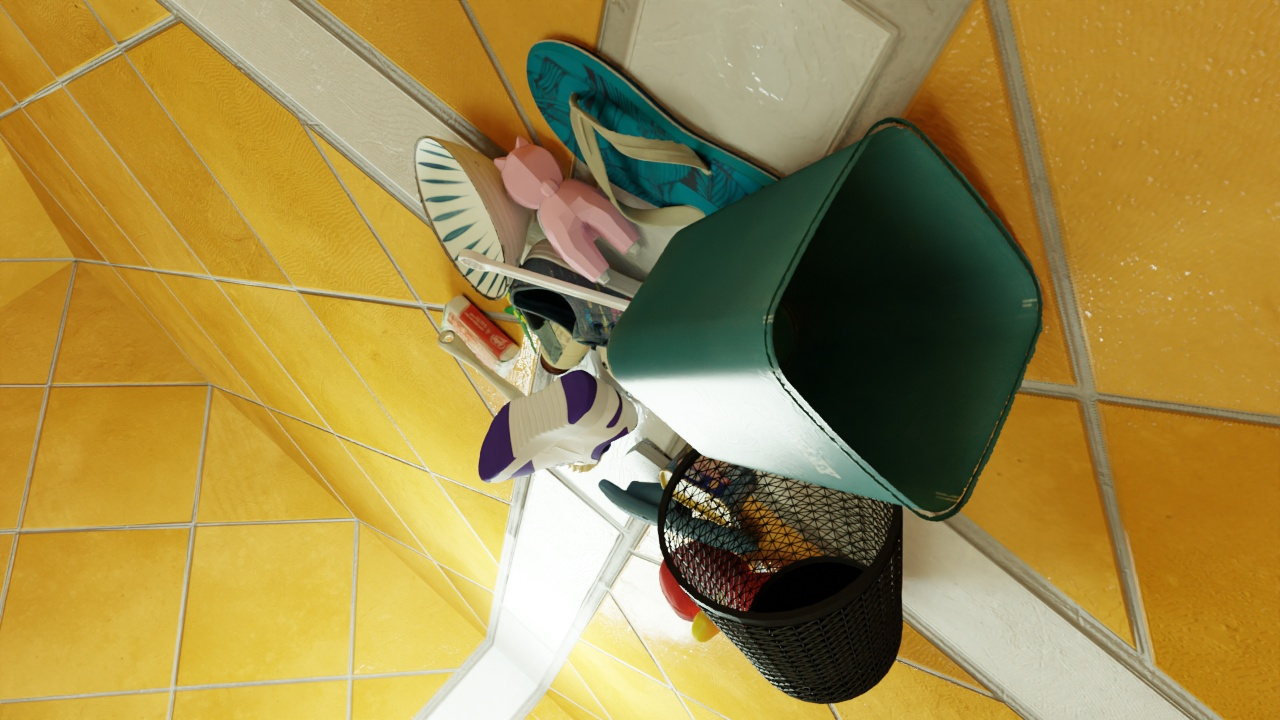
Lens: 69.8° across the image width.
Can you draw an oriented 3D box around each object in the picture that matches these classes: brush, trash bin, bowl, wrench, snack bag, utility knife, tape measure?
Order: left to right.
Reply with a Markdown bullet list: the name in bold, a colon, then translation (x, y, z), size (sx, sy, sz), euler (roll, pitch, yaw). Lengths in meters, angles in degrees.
- **snack bag**: translation (-0.216, -0.028, 1.233), size (0.116, 0.036, 0.077), euler (42, 151, 5)
- **bowl**: translation (-0.157, -0.155, 0.934), size (0.177, 0.070, 0.178), euler (44, 151, 31)
- **utility knife**: translation (-0.133, -0.082, 0.991), size (0.203, 0.028, 0.020), euler (60, 160, 17)
- **brush**: translation (-0.155, 0.052, 1.200), size (0.272, 0.061, 0.078), euler (40, 140, -12)
- **wrench**: translation (-0.041, -0.059, 0.844), size (0.273, 0.009, 0.047), euler (17, 166, 8)
- **tape measure**: translation (0.012, 0.130, 1.158), size (0.060, 0.020, 0.062), euler (39, 153, -2)
- **trash bin**: translation (0.110, -0.019, 0.633), size (0.196, 0.198, 0.219), euler (42, 157, -23)
- **trash bin**: translation (0.156, 0.207, 0.892), size (0.217, 0.216, 0.243), euler (21, 150, 37)

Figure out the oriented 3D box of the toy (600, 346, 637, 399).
- **toy**: translation (-0.006, 0.006, 0.995), size (0.087, 0.050, 0.112), euler (49, 157, -9)

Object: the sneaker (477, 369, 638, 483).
- **sneaker**: translation (-0.100, 0.094, 1.138), size (0.111, 0.091, 0.245), euler (23, 141, -35)

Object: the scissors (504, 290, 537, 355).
- **scissors**: translation (-0.145, -0.058, 1.103), size (0.131, 0.011, 0.125), euler (28, 145, 57)

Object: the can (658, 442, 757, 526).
- **can**: translation (0.078, 0.137, 1.041), size (0.100, 0.058, 0.054), euler (27, 147, 31)

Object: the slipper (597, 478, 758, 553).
- **slipper**: translation (0.049, 0.187, 1.144), size (0.214, 0.059, 0.104), euler (18, 166, 18)

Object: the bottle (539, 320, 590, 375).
- **bottle**: translation (-0.079, -0.030, 1.028), size (0.056, 0.056, 0.162), euler (43, 152, 4)

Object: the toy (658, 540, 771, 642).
- **toy**: translation (0.113, 0.289, 1.136), size (0.217, 0.147, 0.099), euler (16, 102, 44)

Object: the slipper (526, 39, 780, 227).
- **slipper**: translation (0.007, -0.155, 0.748), size (0.295, 0.060, 0.118), euler (35, 154, 18)

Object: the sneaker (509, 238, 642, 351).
- **sneaker**: translation (-0.023, -0.035, 0.897), size (0.235, 0.079, 0.088), euler (26, 145, 11)

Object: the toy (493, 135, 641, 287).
- **toy**: translation (-0.070, -0.140, 0.839), size (0.157, 0.067, 0.123), euler (46, -179, -1)
